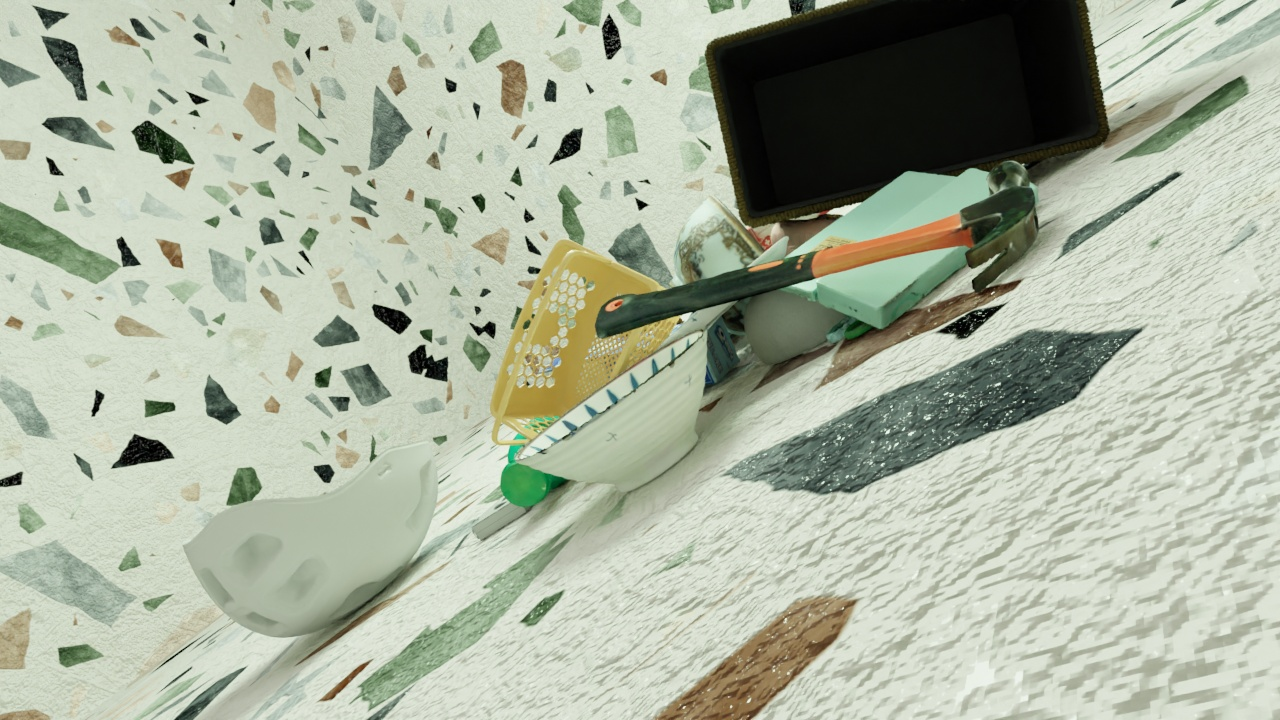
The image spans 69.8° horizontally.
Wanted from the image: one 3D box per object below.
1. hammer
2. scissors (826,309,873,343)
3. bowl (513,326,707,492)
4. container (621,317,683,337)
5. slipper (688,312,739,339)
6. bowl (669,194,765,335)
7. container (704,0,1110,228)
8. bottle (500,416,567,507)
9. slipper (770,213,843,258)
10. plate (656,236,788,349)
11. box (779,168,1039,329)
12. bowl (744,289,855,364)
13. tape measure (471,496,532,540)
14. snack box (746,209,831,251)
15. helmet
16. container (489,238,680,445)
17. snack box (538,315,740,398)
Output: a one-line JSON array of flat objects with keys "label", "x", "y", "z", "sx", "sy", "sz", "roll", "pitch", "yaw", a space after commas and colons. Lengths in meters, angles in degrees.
[{"label": "hammer", "x": 0.116, "y": -0.066, "z": 0.679, "sx": 0.334, "sy": 0.033, "sz": 0.132, "roll": -13, "pitch": 29, "yaw": 24}, {"label": "scissors", "x": 0.198, "y": -0.051, "z": 0.726, "sx": 0.130, "sy": 0.014, "sz": 0.071, "roll": -37, "pitch": 6, "yaw": -23}, {"label": "bowl", "x": -0.005, "y": 0.052, "z": 0.706, "sx": 0.177, "sy": 0.071, "sz": 0.177, "roll": -34, "pitch": 5, "yaw": 3}, {"label": "container", "x": 0.005, "y": -0.007, "z": 1.074, "sx": 0.114, "sy": 0.063, "sz": 0.061, "roll": -66, "pitch": -10, "yaw": 4}, {"label": "slipper", "x": 0.117, "y": -0.067, "z": 1.149, "sx": 0.118, "sy": 0.060, "sz": 0.294, "roll": -35, "pitch": 14, "yaw": 30}, {"label": "bowl", "x": 0.088, "y": -0.083, "z": 0.958, "sx": 0.094, "sy": 0.160, "sz": 0.160, "roll": -40, "pitch": 4, "yaw": 5}, {"label": "container", "x": 0.249, "y": -0.251, "z": 0.907, "sx": 0.321, "sy": 0.176, "sz": 0.204, "roll": -12, "pitch": 5, "yaw": 14}, {"label": "bottle", "x": -0.098, "y": 0.096, "z": 0.915, "sx": 0.068, "sy": 0.068, "sz": 0.209, "roll": -34, "pitch": 5, "yaw": 8}, {"label": "slipper", "x": 0.196, "y": -0.115, "z": 0.949, "sx": 0.081, "sy": 0.093, "sz": 0.197, "roll": -24, "pitch": 4, "yaw": -5}, {"label": "plate", "x": 0.074, "y": -0.053, "z": 0.814, "sx": 0.157, "sy": 0.014, "sz": 0.157, "roll": -42, "pitch": -2, "yaw": -2}, {"label": "box", "x": 0.203, "y": -0.099, "z": 0.730, "sx": 0.186, "sy": 0.033, "sz": 0.136, "roll": -36, "pitch": 39, "yaw": -21}, {"label": "bowl", "x": 0.148, "y": -0.059, "z": 0.809, "sx": 0.132, "sy": 0.064, "sz": 0.131, "roll": -34, "pitch": 5, "yaw": 3}, {"label": "tape measure", "x": -0.135, "y": 0.149, "z": 0.923, "sx": 0.060, "sy": 0.020, "sz": 0.062, "roll": -33, "pitch": 5, "yaw": 14}, {"label": "snack box", "x": 0.225, "y": -0.205, "z": 1.143, "sx": 0.272, "sy": 0.044, "sz": 0.077, "roll": -34, "pitch": 6, "yaw": -22}, {"label": "helmet", "x": -0.346, "y": 0.182, "z": 1.026, "sx": 0.225, "sy": 0.184, "sz": 0.281, "roll": -24, "pitch": 17, "yaw": 37}, {"label": "container", "x": -0.061, "y": -0.008, "z": 0.839, "sx": 0.166, "sy": 0.129, "sz": 0.183, "roll": 5, "pitch": -69, "yaw": -61}, {"label": "snack box", "x": -0.006, "y": 0.006, "z": 0.969, "sx": 0.227, "sy": 0.059, "sz": 0.059, "roll": -12, "pitch": 20, "yaw": 39}]
